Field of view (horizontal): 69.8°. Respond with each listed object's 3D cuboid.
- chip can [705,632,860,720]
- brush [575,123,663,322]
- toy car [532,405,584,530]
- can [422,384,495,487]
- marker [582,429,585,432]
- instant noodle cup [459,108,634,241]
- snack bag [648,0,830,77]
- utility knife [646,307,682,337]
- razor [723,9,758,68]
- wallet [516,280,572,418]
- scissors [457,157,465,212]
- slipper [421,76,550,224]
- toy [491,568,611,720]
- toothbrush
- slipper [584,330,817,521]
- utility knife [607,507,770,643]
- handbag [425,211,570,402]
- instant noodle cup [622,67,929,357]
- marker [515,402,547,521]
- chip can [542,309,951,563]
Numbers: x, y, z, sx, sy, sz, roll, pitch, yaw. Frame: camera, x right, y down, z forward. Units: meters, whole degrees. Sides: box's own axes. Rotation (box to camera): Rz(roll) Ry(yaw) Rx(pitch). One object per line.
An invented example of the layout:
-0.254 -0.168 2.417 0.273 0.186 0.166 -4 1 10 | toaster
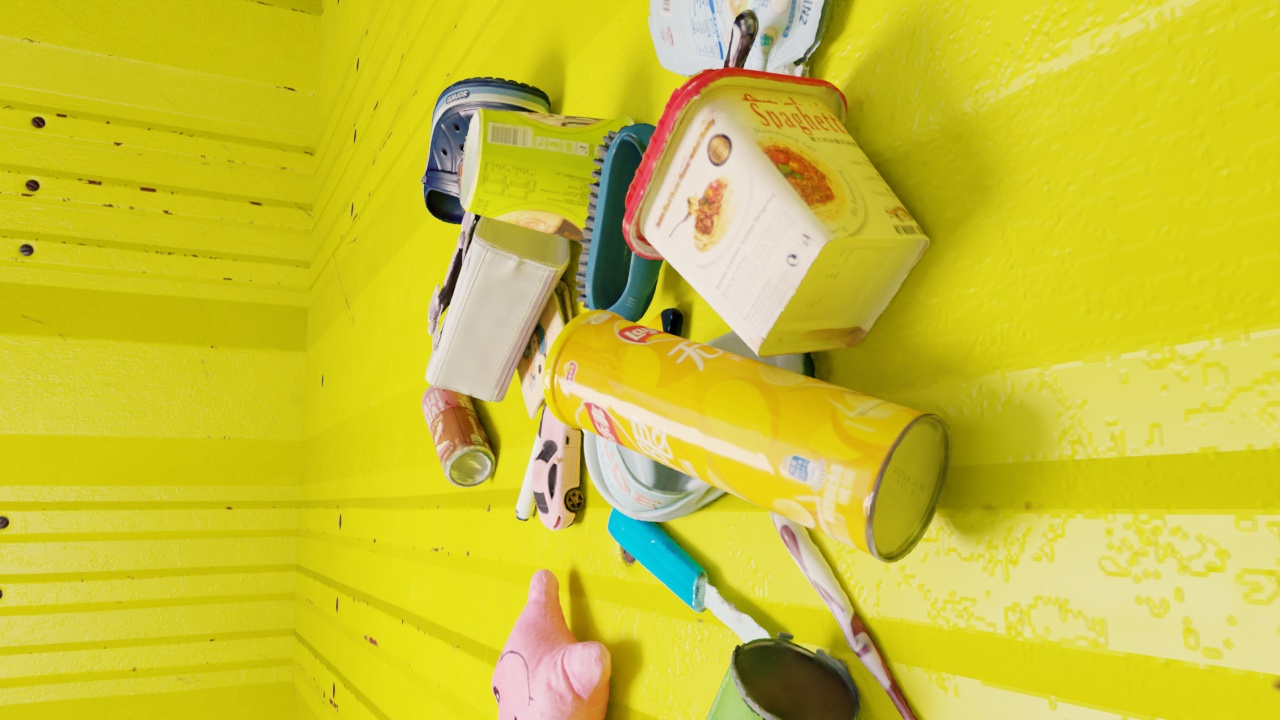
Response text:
0.046 0.260 0.507 0.072 0.072 0.236 54 133 52 | chip can
-0.005 -0.092 0.639 0.073 0.055 0.144 30 113 61 | brush
-0.073 0.087 0.807 0.056 0.037 0.122 -8 79 61 | toy car
-0.210 0.082 1.052 0.147 0.057 0.058 53 133 52 | can
-0.032 0.063 0.736 0.145 0.017 0.017 50 130 48 | marker
-0.078 -0.150 0.734 0.112 0.123 0.111 -174 91 -72 | instant noodle cup
0.061 -0.227 0.580 0.191 0.038 0.110 43 125 54 | snack bag
-0.004 0.004 0.703 0.157 0.015 0.033 133 140 -53 | utility knife
0.051 -0.149 0.569 0.143 0.022 0.042 99 155 -48 | razor
-0.088 -0.006 0.864 0.115 0.024 0.087 -56 35 44 | wallet
-0.138 -0.107 0.955 0.021 0.153 0.235 -63 -34 -49 | scissors
-0.177 -0.203 0.970 0.254 0.105 0.095 145 128 -58 | slipper
-0.075 0.282 0.737 0.195 0.074 0.178 34 108 60 | toy
0.106 0.140 0.465 0.187 0.017 0.016 61 138 46 | toothbrush
0.019 0.042 0.587 0.246 0.074 0.104 -33 58 55 | slipper
0.028 0.144 0.615 0.225 0.018 0.034 27 109 62 | utility knife
-0.138 -0.078 0.873 0.144 0.098 0.198 -85 20 -44 | handbag
0.070 -0.073 0.474 0.124 0.116 0.117 57 137 33 | instant noodle cup
-0.099 0.098 0.871 0.018 0.022 0.131 29 116 25 | marker
0.044 0.031 0.469 0.214 0.072 0.072 20 105 40 | chip can
